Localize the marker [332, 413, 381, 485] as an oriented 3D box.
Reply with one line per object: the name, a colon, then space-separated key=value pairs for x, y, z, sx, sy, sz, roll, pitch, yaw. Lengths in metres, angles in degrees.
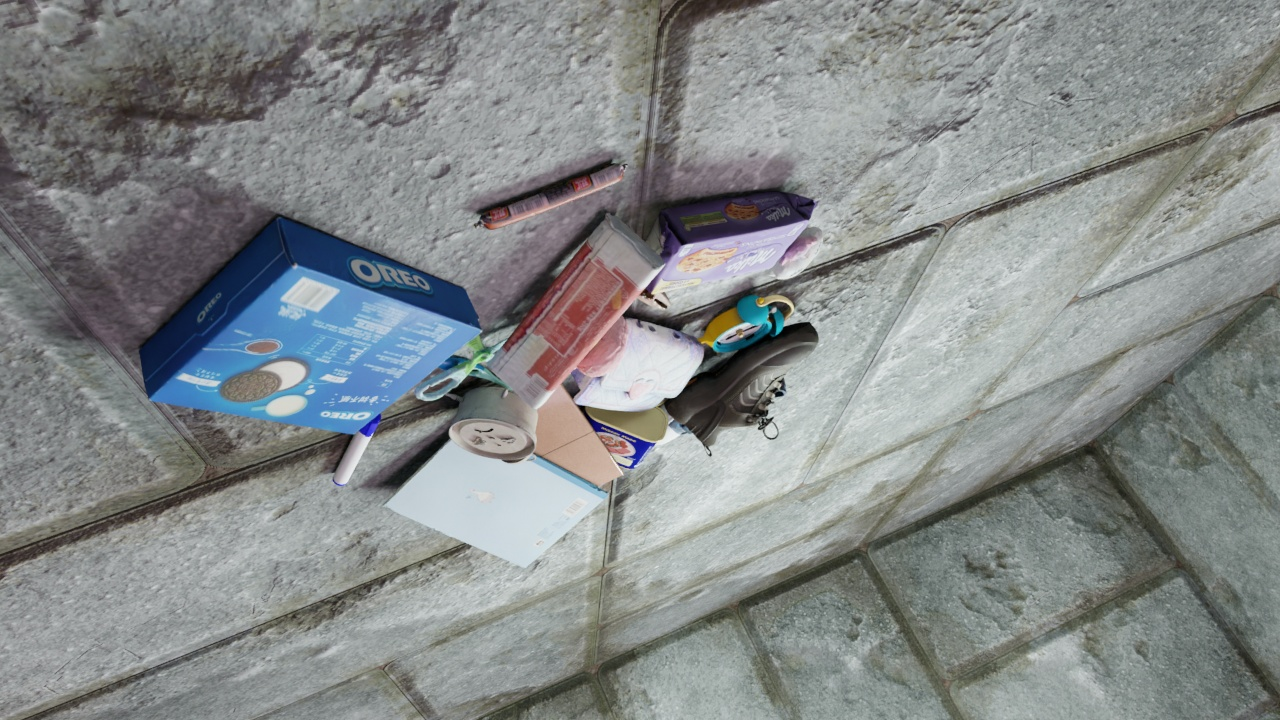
marker: x=-0.334 y=0.105 z=1.079 sx=0.020 sy=0.020 sz=0.142 roll=-5 pitch=147 yaw=-39

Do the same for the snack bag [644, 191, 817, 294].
snack bag: x=0.092 y=-0.135 z=1.000 sx=0.205 sy=0.058 sz=0.097 roll=-15 pitch=156 yaw=-31

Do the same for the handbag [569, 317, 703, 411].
handbag: x=-0.007 y=0.007 z=1.160 sx=0.127 sy=0.069 sz=0.158 roll=-43 pitch=148 yaw=26

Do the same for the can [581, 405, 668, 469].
can: x=-0.033 y=0.094 z=1.259 sx=0.116 sy=0.056 sz=0.092 roll=23 pitch=141 yaw=-8

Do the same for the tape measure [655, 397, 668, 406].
tape measure: x=0.011 y=0.043 z=1.279 sx=0.061 sy=0.034 sz=0.062 roll=-28 pitch=155 yaw=7

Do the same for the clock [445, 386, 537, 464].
clock: x=-0.166 y=0.082 z=1.119 sx=0.103 sy=0.061 sz=0.157 roll=-5 pitch=146 yaw=19

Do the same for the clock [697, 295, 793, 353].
clock: x=0.143 y=-0.049 z=1.228 sx=0.130 sy=0.043 sz=0.099 roll=-30 pitch=155 yaw=22

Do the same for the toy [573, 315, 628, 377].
toy: x=-0.064 y=-0.016 z=1.041 sx=0.105 sy=0.108 sz=0.053 roll=-18 pitch=123 yaw=12

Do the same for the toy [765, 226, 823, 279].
toy: x=0.188 y=-0.126 z=1.100 sx=0.079 sy=0.038 sz=0.122 roll=-38 pitch=176 yaw=6

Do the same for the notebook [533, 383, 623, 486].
notebook: x=-0.126 y=0.119 z=1.217 sx=0.141 sy=0.008 sz=0.209 roll=-26 pitch=132 yaw=5

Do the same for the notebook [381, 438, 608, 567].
notebook: x=-0.190 y=0.188 z=1.241 sx=0.181 sy=0.009 sz=0.253 roll=-42 pitch=128 yaw=18

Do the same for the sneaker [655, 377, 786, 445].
sneaker: x=0.116 y=0.075 z=1.387 sx=0.235 sy=0.079 sz=0.087 roll=-31 pitch=154 yaw=7

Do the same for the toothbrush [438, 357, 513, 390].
toothbrush: x=-0.187 y=0.014 z=1.059 sx=0.022 sy=0.017 sz=0.135 roll=-35 pitch=150 yaw=21

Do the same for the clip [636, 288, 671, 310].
clip: x=0.012 y=-0.075 z=1.072 sx=0.052 sy=0.026 sz=0.059 roll=-18 pitch=152 yaw=-14

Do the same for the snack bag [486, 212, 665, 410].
snack bag: x=-0.071 y=-0.048 z=0.963 sx=0.226 sy=0.077 sz=0.041 roll=-47 pitch=179 yaw=24

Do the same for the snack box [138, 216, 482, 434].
snack box: x=-0.294 y=-0.018 z=0.849 sx=0.196 sy=0.056 sz=0.238 roll=-36 pitch=154 yaw=18

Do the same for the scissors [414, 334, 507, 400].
scissors: x=-0.178 y=-0.005 z=1.017 sx=0.172 sy=0.023 sz=0.171 roll=-45 pitch=145 yaw=5

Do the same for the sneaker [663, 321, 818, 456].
sneaker: x=0.166 y=0.055 z=1.292 sx=0.238 sy=0.143 sz=0.101 roll=-32 pitch=-175 yaw=9

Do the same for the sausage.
sausage: x=-0.081 y=-0.151 z=0.848 sx=0.155 sy=0.020 sz=0.020 roll=-23 pitch=154 yaw=-9
